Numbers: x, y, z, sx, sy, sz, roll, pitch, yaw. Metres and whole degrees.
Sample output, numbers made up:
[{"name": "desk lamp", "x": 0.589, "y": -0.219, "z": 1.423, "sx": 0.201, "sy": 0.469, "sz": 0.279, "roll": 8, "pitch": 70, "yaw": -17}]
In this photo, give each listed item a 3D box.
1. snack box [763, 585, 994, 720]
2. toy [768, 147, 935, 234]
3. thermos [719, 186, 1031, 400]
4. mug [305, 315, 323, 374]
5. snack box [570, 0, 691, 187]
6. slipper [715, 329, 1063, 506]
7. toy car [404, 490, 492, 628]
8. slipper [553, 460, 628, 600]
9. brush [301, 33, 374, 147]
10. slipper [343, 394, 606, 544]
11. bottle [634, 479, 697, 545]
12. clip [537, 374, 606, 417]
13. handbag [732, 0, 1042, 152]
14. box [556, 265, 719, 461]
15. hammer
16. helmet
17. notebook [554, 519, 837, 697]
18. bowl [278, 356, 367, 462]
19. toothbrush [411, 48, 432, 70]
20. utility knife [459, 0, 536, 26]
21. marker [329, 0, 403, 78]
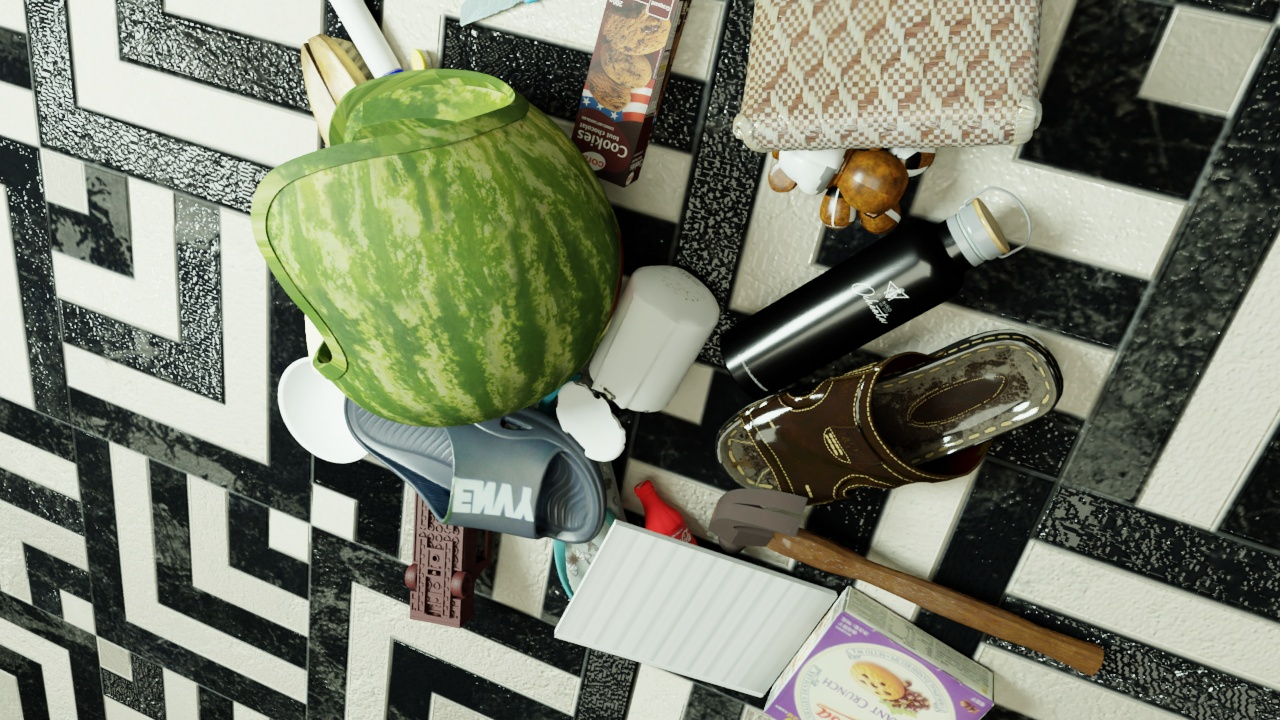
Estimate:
[{"name": "snack box", "x": 0.206, "y": 0.292, "z": 0.805, "sx": 0.143, "sy": 0.040, "sz": 0.148, "roll": 30, "pitch": 119, "yaw": 7}, {"name": "toy", "x": 0.136, "y": -0.140, "z": 0.637, "sx": 0.112, "sy": 0.067, "sz": 0.087, "roll": 33, "pitch": 120, "yaw": 16}, {"name": "thermos", "x": 0.166, "y": -0.048, "z": 0.661, "sx": 0.232, "sy": 0.061, "sz": 0.061, "roll": -31, "pitch": 98, "yaw": 29}, {"name": "mug", "x": -0.231, "y": -0.044, "z": 0.800, "sx": 0.120, "sy": 0.096, "sz": 0.100, "roll": 3, "pitch": 106, "yaw": 15}, {"name": "snack box", "x": -0.010, "y": -0.205, "z": 0.679, "sx": 0.051, "sy": 0.031, "sz": 0.141, "roll": 24, "pitch": 119, "yaw": 10}, {"name": "slipper", "x": 0.177, "y": 0.052, "z": 0.692, "sx": 0.268, "sy": 0.075, "sz": 0.113, "roll": -20, "pitch": 103, "yaw": 27}, {"name": "toy car", "x": -0.182, "y": 0.164, "z": 0.885, "sx": 0.070, "sy": 0.061, "sz": 0.170, "roll": 4, "pitch": 94, "yaw": 19}, {"name": "slipper", "x": -0.043, "y": 0.184, "z": 0.837, "sx": 0.098, "sy": 0.054, "sz": 0.269, "roll": -11, "pitch": 113, "yaw": 24}, {"name": "brush", "x": -0.222, "y": -0.177, "z": 0.767, "sx": 0.059, "sy": 0.043, "sz": 0.195, "roll": -19, "pitch": 103, "yaw": 26}, {"name": "slipper", "x": -0.155, "y": 0.082, "z": 0.786, "sx": 0.268, "sy": 0.083, "sz": 0.111, "roll": 22, "pitch": 113, "yaw": 14}, {"name": "bottle", "x": 0.029, "y": 0.160, "z": 0.820, "sx": 0.036, "sy": 0.036, "sz": 0.119, "roll": -23, "pitch": 102, "yaw": 28}, {"name": "clip", "x": -0.072, "y": 0.073, "z": 0.829, "sx": 0.113, "sy": 0.028, "sz": 0.127, "roll": 36, "pitch": 120, "yaw": -3}, {"name": "handbag", "x": 0.157, "y": -0.193, "z": 0.586, "sx": 0.186, "sy": 0.047, "sz": 0.124, "roll": 4, "pitch": 76, "yaw": 20}, {"name": "box", "x": -0.007, "y": 0.006, "z": 0.737, "sx": 0.083, "sy": 0.092, "sz": 0.166, "roll": 34, "pitch": 122, "yaw": 11}, {"name": "hammer", "x": 0.211, "y": 0.181, "z": 0.744, "sx": 0.323, "sy": 0.033, "sz": 0.115, "roll": 21, "pitch": 154, "yaw": 5}, {"name": "helmet", "x": -0.134, "y": -0.069, "z": 0.669, "sx": 0.243, "sy": 0.212, "sz": 0.247, "roll": -4, "pitch": 123, "yaw": 3}, {"name": "notebook", "x": 0.047, "y": 0.225, "z": 0.810, "sx": 0.209, "sy": 0.009, "sz": 0.143, "roll": 20, "pitch": 118, "yaw": -12}, {"name": "bowl", "x": -0.291, "y": 0.041, "z": 0.890, "sx": 0.110, "sy": 0.040, "sz": 0.110, "roll": 7, "pitch": 113, "yaw": 16}, {"name": "toothbrush", "x": -0.166, "y": -0.188, "z": 0.758, "sx": 0.021, "sy": 0.016, "sz": 0.135, "roll": -2, "pitch": 114, "yaw": 20}, {"name": "utility knife", "x": -0.051, "y": -0.285, "z": 0.671, "sx": 0.206, "sy": 0.015, "sz": 0.031, "roll": -11, "pitch": 103, "yaw": 27}, {"name": "marker", "x": -0.223, "y": -0.263, "z": 0.739, "sx": 0.023, "sy": 0.027, "sz": 0.133, "roll": -19, "pitch": 105, "yaw": 42}]
